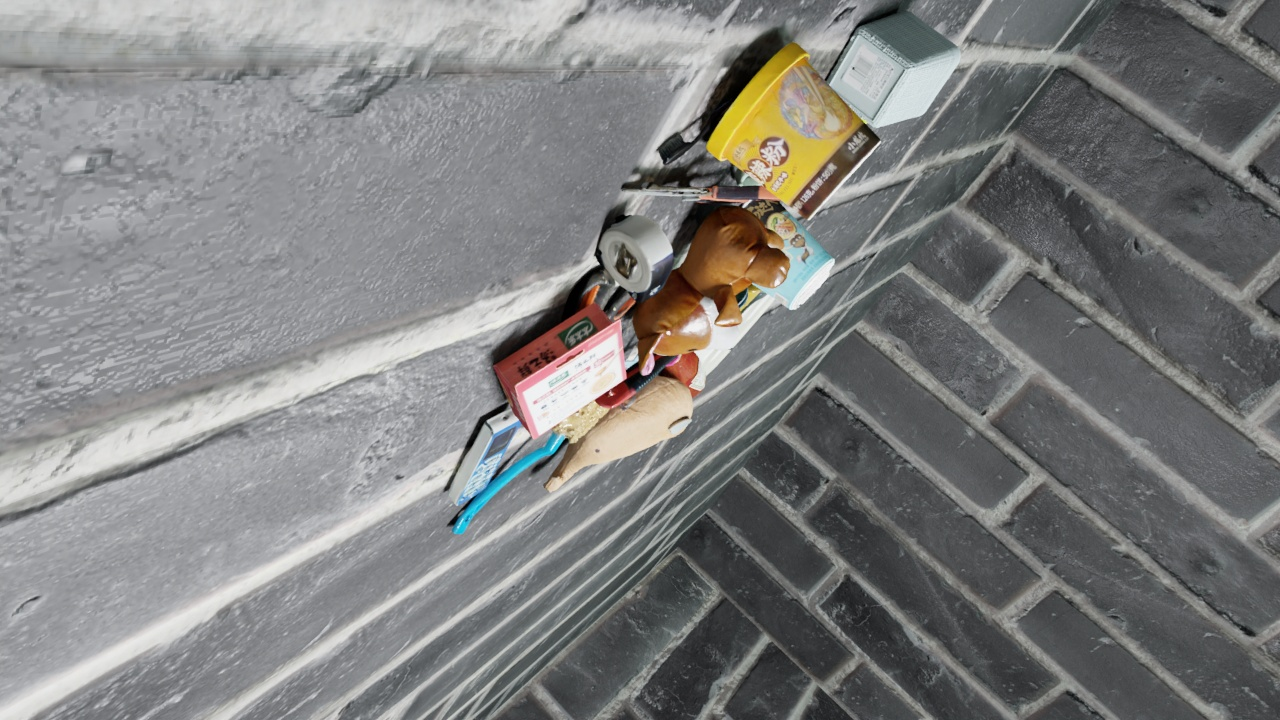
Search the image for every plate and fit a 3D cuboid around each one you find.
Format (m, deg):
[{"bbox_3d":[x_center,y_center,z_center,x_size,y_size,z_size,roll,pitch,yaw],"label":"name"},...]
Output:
[{"bbox_3d":[0.143,-0.060,1.400,0.266,0.034,0.162,-49,166,3],"label":"plate"}]

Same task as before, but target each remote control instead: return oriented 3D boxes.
[{"bbox_3d":[-0.160,0.098,0.938,0.048,0.024,0.125,-30,159,-51],"label":"remote control"}]

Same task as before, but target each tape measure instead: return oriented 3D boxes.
[{"bbox_3d":[-0.004,-0.093,0.802,0.033,0.066,0.066,-37,164,-32],"label":"tape measure"}]

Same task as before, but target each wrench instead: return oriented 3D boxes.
[{"bbox_3d":[0.044,-0.025,1.059,0.272,0.056,0.016,-42,135,-35],"label":"wrench"}]

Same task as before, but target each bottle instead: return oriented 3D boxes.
[{"bbox_3d":[0.047,0.001,1.233,0.059,0.060,0.206,-47,160,-4],"label":"bottle"}]

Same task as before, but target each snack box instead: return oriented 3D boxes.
[{"bbox_3d":[-0.073,0.006,0.857,0.113,0.044,0.127,-33,157,-13],"label":"snack box"}]

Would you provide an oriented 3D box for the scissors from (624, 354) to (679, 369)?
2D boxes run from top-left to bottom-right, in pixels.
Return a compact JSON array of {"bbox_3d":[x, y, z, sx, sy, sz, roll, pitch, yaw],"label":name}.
[{"bbox_3d":[-0.007,0.007,1.112,0.133,0.017,0.135,1,139,-47],"label":"scissors"}]

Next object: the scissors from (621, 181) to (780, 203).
[{"bbox_3d":[0.067,-0.155,0.843,0.205,0.198,0.015,-123,-148,-81],"label":"scissors"}]

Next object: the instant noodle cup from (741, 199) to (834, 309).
[{"bbox_3d":[0.165,-0.128,1.099,0.111,0.120,0.111,-44,166,-15],"label":"instant noodle cup"}]

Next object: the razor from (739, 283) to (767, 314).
[{"bbox_3d":[0.127,-0.082,1.275,0.067,0.062,0.168,19,122,-42],"label":"razor"}]

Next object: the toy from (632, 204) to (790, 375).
[{"bbox_3d":[0.070,-0.070,0.987,0.200,0.130,0.140,-39,-166,19],"label":"toy"}]

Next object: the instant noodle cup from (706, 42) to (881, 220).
[{"bbox_3d":[0.138,-0.196,0.812,0.118,0.114,0.118,-47,178,-3],"label":"instant noodle cup"}]

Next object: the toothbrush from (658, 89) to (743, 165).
[{"bbox_3d":[0.077,-0.226,0.805,0.188,0.017,0.014,-45,175,-26],"label":"toothbrush"}]

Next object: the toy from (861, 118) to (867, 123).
[{"bbox_3d":[0.294,-0.330,1.128,0.096,0.031,0.100,-35,162,-36],"label":"toy"}]

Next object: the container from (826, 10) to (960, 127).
[{"bbox_3d":[0.268,-0.310,0.986,0.111,0.090,0.090,-31,158,-44],"label":"container"}]

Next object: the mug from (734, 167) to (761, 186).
[{"bbox_3d":[0.147,-0.207,0.940,0.112,0.082,0.106,-21,174,17],"label":"mug"}]

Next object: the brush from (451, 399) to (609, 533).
[{"bbox_3d":[-0.124,0.108,1.059,0.254,0.046,0.083,-44,165,0],"label":"brush"}]

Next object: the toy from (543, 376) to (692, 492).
[{"bbox_3d":[-0.032,0.092,1.191,0.225,0.082,0.144,-24,150,-26],"label":"toy"}]

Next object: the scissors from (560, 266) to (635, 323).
[{"bbox_3d":[-0.054,-0.023,0.932,0.227,0.022,0.221,-43,165,-23],"label":"scissors"}]
